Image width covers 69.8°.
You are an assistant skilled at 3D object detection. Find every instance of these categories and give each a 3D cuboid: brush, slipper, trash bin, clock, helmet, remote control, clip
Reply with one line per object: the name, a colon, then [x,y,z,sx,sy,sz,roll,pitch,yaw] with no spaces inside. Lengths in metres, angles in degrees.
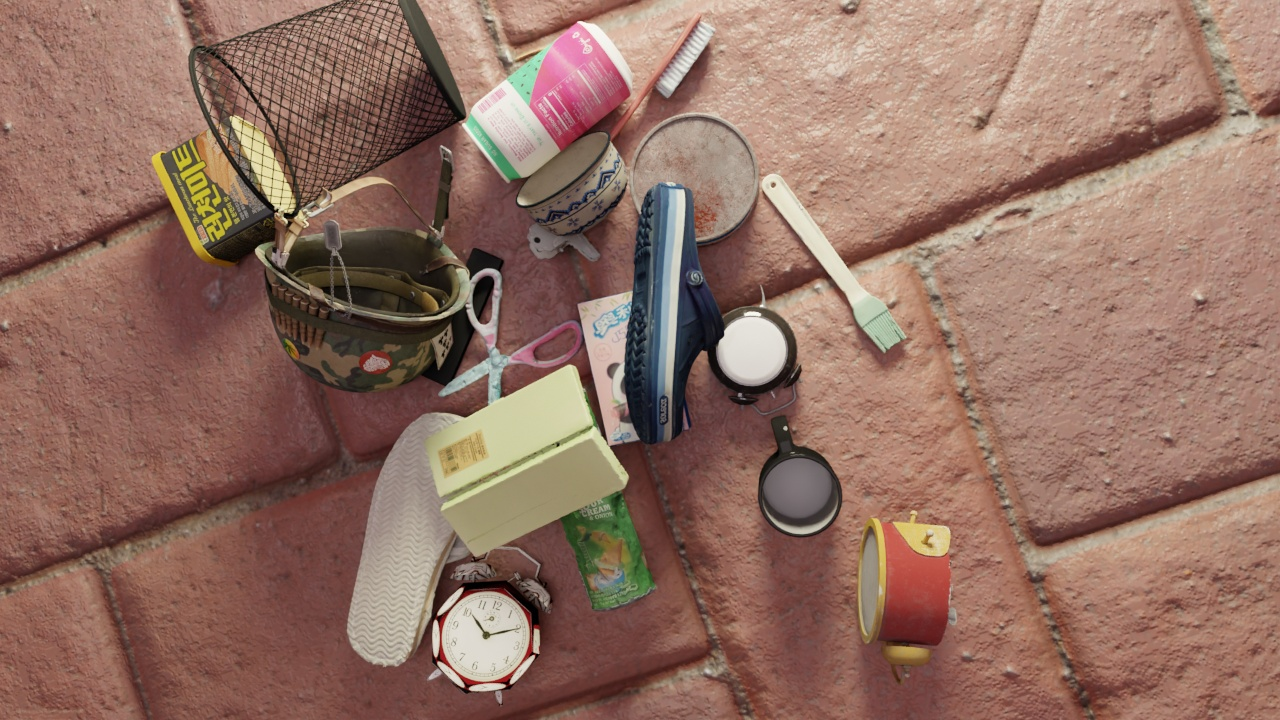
brush: [0.193,-0.102,0.934,0.033,0.012,0.217,-36,84,7]
slipper: [-0.238,0.188,0.976,0.114,0.054,0.272,18,87,9]
trash bin: [-0.302,-0.270,0.927,0.210,0.184,0.184,-23,87,2]
clock: [0.257,0.229,0.877,0.081,0.117,0.159,4,96,5]
helmet: [-0.268,-0.082,0.903,0.225,0.192,0.236,13,113,38]
remote control: [-0.192,-0.046,0.988,0.034,0.013,0.150,24,94,3]
clock: [-0.155,0.269,0.955,0.114,0.065,0.154,21,66,-4]
brush: [0.018,-0.280,0.947,0.030,0.041,0.172,36,98,-9]
clip: [-0.093,-0.133,0.966,0.054,0.041,0.101,-39,84,-6]
clock: [0.115,-0.005,0.929,0.091,0.043,0.123,-26,87,7]
slipper: [0.038,-0.042,0.877,0.095,0.105,0.253,1,95,-13]

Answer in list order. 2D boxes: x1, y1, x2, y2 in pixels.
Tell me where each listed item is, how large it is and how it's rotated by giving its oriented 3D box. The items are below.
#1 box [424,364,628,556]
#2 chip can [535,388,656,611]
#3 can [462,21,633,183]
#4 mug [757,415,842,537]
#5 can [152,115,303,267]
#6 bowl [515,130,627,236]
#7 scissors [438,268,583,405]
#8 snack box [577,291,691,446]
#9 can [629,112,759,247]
box: [-0.119,0.101,0.899,0.188,0.048,0.140,-25,84,19]
chip can: [-0.053,0.144,0.940,0.075,0.075,0.223,-21,87,8]
can: [-0.093,-0.260,0.929,0.166,0.088,0.088,-38,85,2]
mug: [0.151,0.110,0.903,0.078,0.088,0.113,-15,88,8]
can: [-0.444,-0.184,0.995,0.101,0.072,0.131,-27,87,5]
bowl: [-0.062,-0.171,0.924,0.115,0.115,0.059,-35,119,7]
scissors: [-0.152,-0.021,0.976,0.170,0.014,0.168,-29,94,5]
snack box: [-0.006,0.006,0.952,0.088,0.033,0.154,-13,89,7]
can: [0.056,-0.183,0.936,0.130,0.044,0.130,0,90,8]
